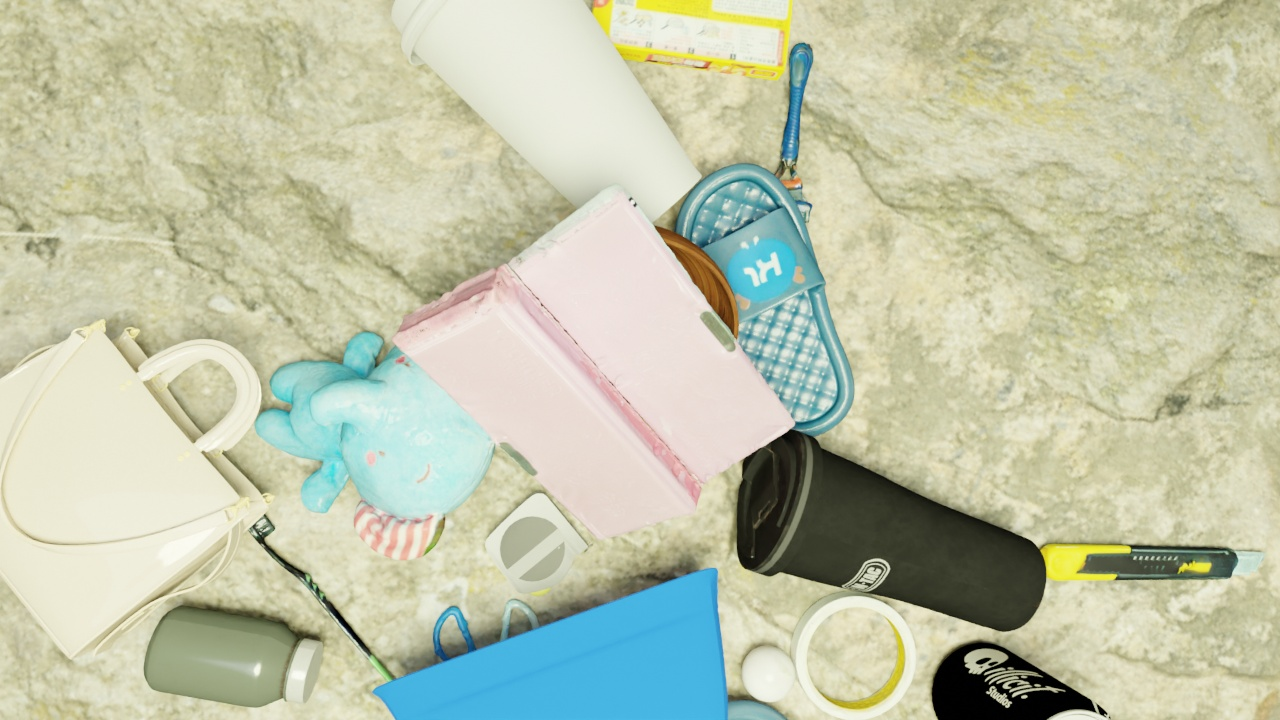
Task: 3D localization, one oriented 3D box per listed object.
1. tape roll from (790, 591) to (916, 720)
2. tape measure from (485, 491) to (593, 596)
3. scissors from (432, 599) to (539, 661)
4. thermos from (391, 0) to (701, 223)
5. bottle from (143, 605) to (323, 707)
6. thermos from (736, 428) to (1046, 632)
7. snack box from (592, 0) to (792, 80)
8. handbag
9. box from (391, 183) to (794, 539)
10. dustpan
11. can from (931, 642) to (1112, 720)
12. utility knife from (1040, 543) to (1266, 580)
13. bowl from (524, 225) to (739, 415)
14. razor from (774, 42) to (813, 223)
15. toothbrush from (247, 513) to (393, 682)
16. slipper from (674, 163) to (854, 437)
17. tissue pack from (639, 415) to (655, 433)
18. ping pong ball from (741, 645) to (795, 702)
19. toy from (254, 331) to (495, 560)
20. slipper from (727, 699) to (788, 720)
[{"bbox_3d":[0.163,0.226,0.705,0.094,0.019,0.094,0,89,-4],"label":"tape roll"},{"bbox_3d":[-0.077,0.139,0.690,0.065,0.017,0.064,-39,91,-4],"label":"tape measure"},{"bbox_3d":[-0.102,0.240,0.690,0.097,0.020,0.132,-22,89,-2],"label":"scissors"},{"bbox_3d":[-0.058,-0.191,0.652,0.131,0.131,0.222,-42,100,-4],"label":"thermos"},{"bbox_3d":[-0.286,0.212,0.651,0.108,0.060,0.060,11,88,-4],"label":"bottle"},{"bbox_3d":[0.181,0.132,0.672,0.218,0.106,0.106,20,87,-9],"label":"thermos"},{"bbox_3d":[0.039,-0.265,0.703,0.152,0.025,0.075,6,88,-5],"label":"snack box"},{"bbox_3d":[-0.345,0.067,0.628,0.197,0.101,0.194,-40,89,-5],"label":"handbag"},{"bbox_3d":[-0.022,0.020,0.602,0.181,0.050,0.233,-30,123,19],"label":"box"},{"bbox_3d":[-0.023,0.303,0.622,0.245,0.059,0.257,-19,80,-5],"label":"dustpan"},{"bbox_3d":[0.270,0.257,0.649,0.080,0.146,0.080,0,88,-5],"label":"can"},{"bbox_3d":[0.407,0.160,0.726,0.186,0.020,0.029,1,90,-5],"label":"utility knife"},{"bbox_3d":[-0.009,-0.039,0.629,0.147,0.068,0.147,0,128,-1],"label":"bowl"},{"bbox_3d":[0.119,-0.176,0.711,0.044,0.018,0.141,8,87,7],"label":"razor"},{"bbox_3d":[-0.233,0.177,0.679,0.017,0.014,0.188,-41,92,-12],"label":"toothbrush"},{"bbox_3d":[0.092,-0.040,0.682,0.104,0.059,0.214,-22,95,7],"label":"slipper"},{"bbox_3d":[-0.004,0.004,0.690,0.099,0.034,0.114,-8,89,-1],"label":"tissue pack"},{"bbox_3d":[0.096,0.235,0.689,0.040,0.040,0.040,0,89,-5],"label":"ping pong ball"},{"bbox_3d":[-0.188,0.039,0.645,0.181,0.115,0.183,12,75,7],"label":"toy"},{"bbox_3d":[0.097,0.353,0.679,0.103,0.059,0.213,-21,92,-7],"label":"slipper"}]
